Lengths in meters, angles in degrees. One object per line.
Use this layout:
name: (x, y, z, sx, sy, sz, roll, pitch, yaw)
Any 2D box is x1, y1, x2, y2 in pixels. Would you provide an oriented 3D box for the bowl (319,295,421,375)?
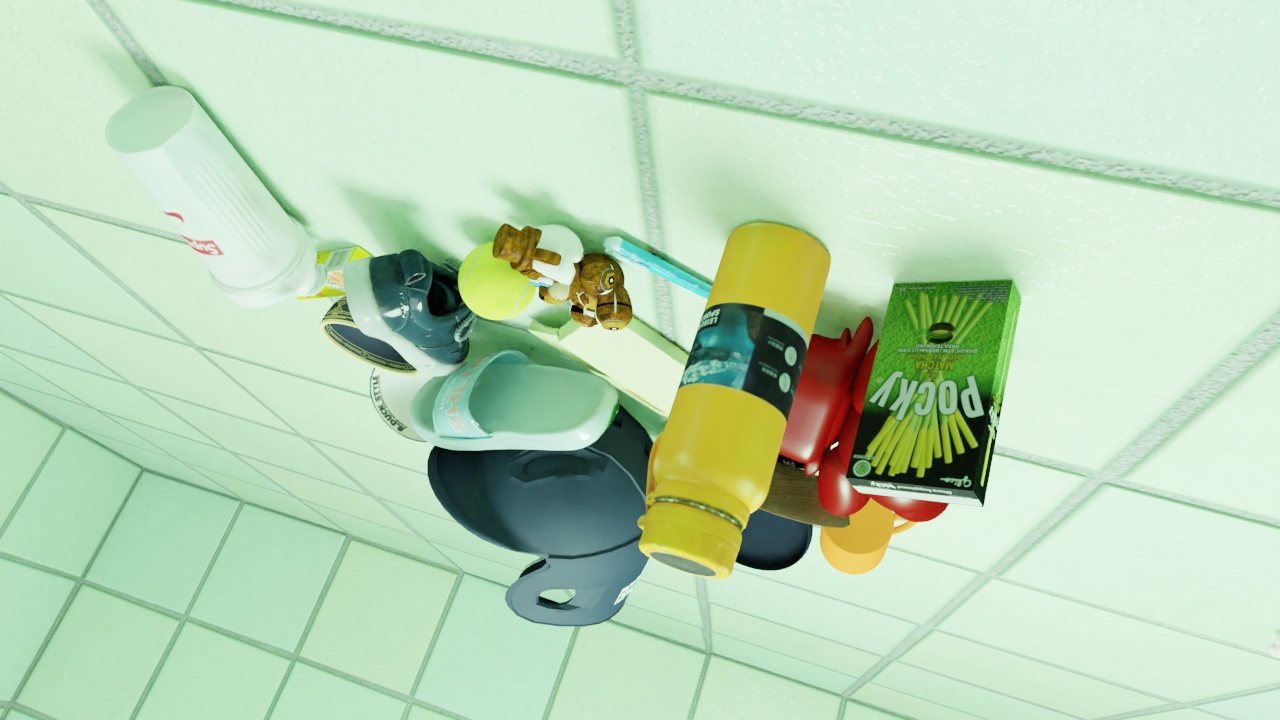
bowl: (-0.270, -0.038, 0.960, 0.112, 0.061, 0.112, 17, 157, 7)

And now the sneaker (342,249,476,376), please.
sneaker: (-0.191, -0.048, 0.852, 0.087, 0.089, 0.235, -16, 168, 4)

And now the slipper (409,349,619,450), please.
slipper: (-0.134, 0.035, 0.921, 0.246, 0.103, 0.074, 2, 142, 32)

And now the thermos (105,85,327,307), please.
thermos: (-0.362, -0.131, 0.793, 0.099, 0.099, 0.221, 13, 152, 16)

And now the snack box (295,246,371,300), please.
snack box: (-0.317, -0.087, 0.930, 0.148, 0.028, 0.040, -1, 150, 40)

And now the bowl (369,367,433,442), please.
bowl: (-0.243, 0.028, 1.056, 0.117, 0.067, 0.117, 4, 113, 10)

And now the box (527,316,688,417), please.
box: (-0.007, 0.011, 0.888, 0.187, 0.047, 0.141, 34, 156, -31)

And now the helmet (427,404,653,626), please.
helmet: (-0.097, 0.136, 1.007, 0.272, 0.223, 0.232, 15, -161, -7)

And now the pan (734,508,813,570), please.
pan: (0.043, 0.128, 1.068, 0.357, 0.021, 0.199, 19, 132, 33)

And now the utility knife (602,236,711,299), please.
utility knife: (0.027, -0.066, 0.718, 0.123, 0.015, 0.022, 25, 170, -18)

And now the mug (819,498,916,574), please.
mug: (0.263, 0.193, 1.050, 0.112, 0.077, 0.096, -12, 153, 3)

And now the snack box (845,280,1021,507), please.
snack box: (0.191, 0.018, 0.596, 0.080, 0.147, 0.025, 2, 152, 37)

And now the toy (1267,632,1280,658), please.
toy: (0.711, 0.306, 0.964, 0.063, 0.047, 0.110, 9, 154, 4)

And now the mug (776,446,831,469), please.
mug: (0.122, 0.062, 0.830, 0.078, 0.071, 0.105, 7, -174, 29)

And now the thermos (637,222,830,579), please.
thermos: (0.061, 0.027, 0.614, 0.076, 0.232, 0.092, 21, 158, -5)

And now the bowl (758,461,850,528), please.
bowl: (0.126, 0.109, 0.787, 0.118, 0.030, 0.118, 16, -176, -1)

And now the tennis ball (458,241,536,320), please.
tennis ball: (-0.119, -0.067, 0.766, 0.065, 0.065, 0.065, 17, 158, 7)

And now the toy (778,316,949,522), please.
toy: (0.158, 0.037, 0.706, 0.197, 0.120, 0.159, 24, 122, 16)

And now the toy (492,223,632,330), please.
toy: (-0.061, -0.069, 0.717, 0.112, 0.067, 0.087, 18, 176, -30)
